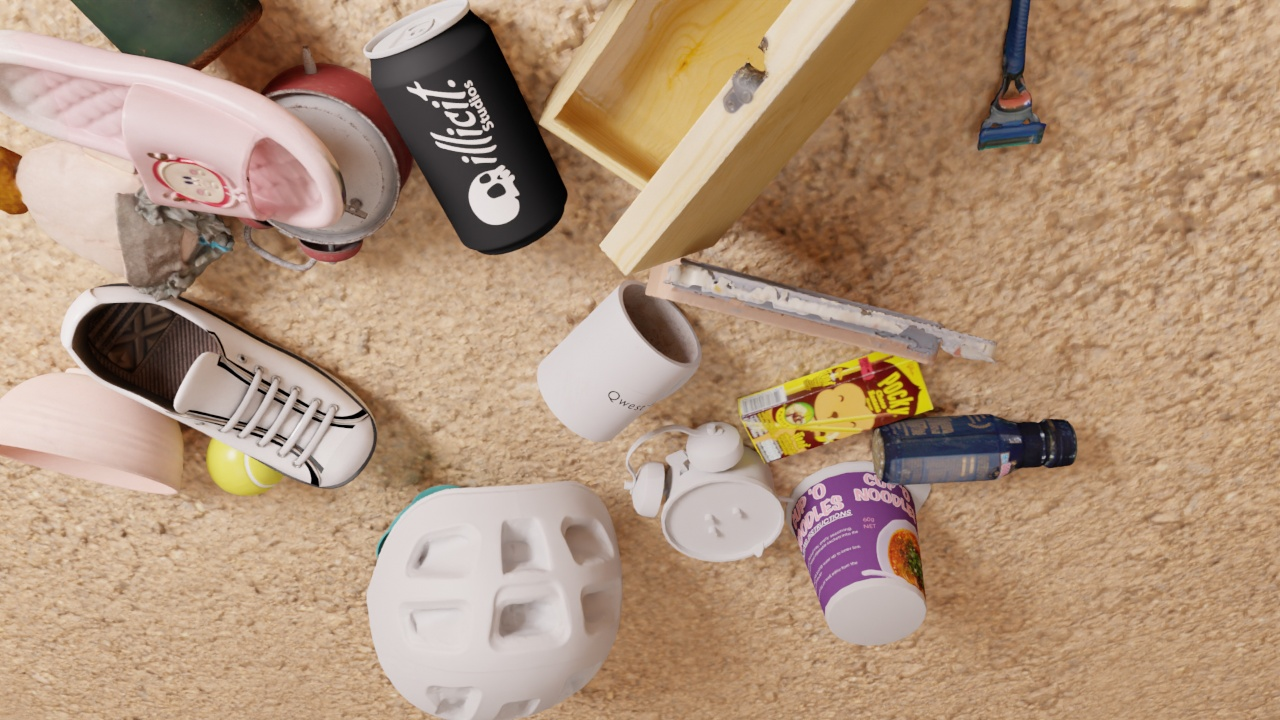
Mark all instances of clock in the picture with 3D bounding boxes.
[{"bbox_3d":[0.056,0.114,0.799,0.120,0.061,0.159,-37,120,25],"label":"clock"},{"bbox_3d":[-0.223,-0.120,0.622,0.110,0.061,0.157,28,123,-20],"label":"clock"}]

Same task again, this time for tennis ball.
[{"bbox_3d":[-0.332,0.082,0.777,0.065,0.065,0.065,0,128,0],"label":"tennis ball"}]

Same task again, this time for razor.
[{"bbox_3d":[0.240,-0.203,0.579,0.044,0.018,0.141,-5,124,5],"label":"razor"}]

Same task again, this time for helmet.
[{"bbox_3d":[-0.132,0.228,0.827,0.224,0.183,0.283,7,155,-22],"label":"helmet"}]

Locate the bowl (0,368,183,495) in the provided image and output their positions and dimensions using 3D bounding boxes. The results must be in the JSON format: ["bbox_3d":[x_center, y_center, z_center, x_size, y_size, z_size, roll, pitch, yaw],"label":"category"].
[{"bbox_3d":[-0.437,0.052,0.735,0.153,0.076,0.153,10,161,3],"label":"bowl"}]

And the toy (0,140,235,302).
[{"bbox_3d":[-0.367,-0.108,0.627,0.176,0.076,0.133,18,141,-15],"label":"toy"}]

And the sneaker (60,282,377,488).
[{"bbox_3d":[-0.312,0.021,0.691,0.245,0.097,0.091,36,84,-19],"label":"sneaker"}]

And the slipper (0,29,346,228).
[{"bbox_3d":[-0.278,-0.127,0.535,0.221,0.055,0.107,19,154,-3],"label":"slipper"}]

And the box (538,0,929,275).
[{"bbox_3d":[0.068,-0.182,0.533,0.141,0.184,0.249,14,131,-37],"label":"box"}]

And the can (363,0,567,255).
[{"bbox_3d":[-0.108,-0.146,0.588,0.080,0.080,0.146,-16,126,13],"label":"can"}]

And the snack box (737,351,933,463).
[{"bbox_3d":[0.160,0.036,0.760,0.149,0.025,0.061,-20,125,16],"label":"snack box"}]

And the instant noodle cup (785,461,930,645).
[{"bbox_3d":[0.202,0.172,0.803,0.137,0.121,0.122,-26,123,19],"label":"instant noodle cup"}]

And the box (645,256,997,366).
[{"bbox_3d":[0.118,-0.033,0.635,0.216,0.151,0.043,14,98,-9],"label":"box"}]

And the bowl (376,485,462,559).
[{"bbox_3d":[-0.177,0.147,0.828,0.121,0.046,0.121,-11,140,-9],"label":"bowl"}]

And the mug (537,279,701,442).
[{"bbox_3d":[-0.004,0.004,0.712,0.119,0.083,0.097,14,133,-47],"label":"mug"}]

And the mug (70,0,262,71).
[{"bbox_3d":[-0.289,-0.214,0.546,0.111,0.084,0.081,-1,137,43],"label":"mug"}]

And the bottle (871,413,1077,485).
[{"bbox_3d":[0.277,0.073,0.768,0.161,0.056,0.056,-4,128,4],"label":"bottle"}]
